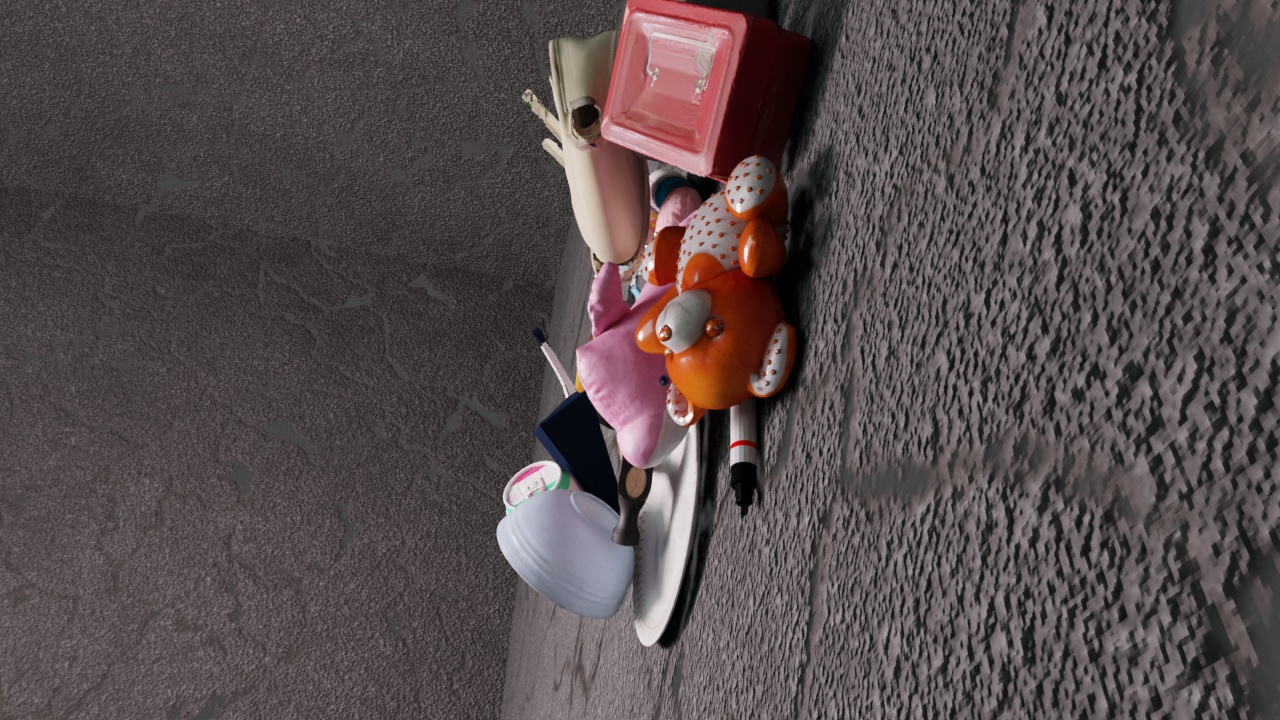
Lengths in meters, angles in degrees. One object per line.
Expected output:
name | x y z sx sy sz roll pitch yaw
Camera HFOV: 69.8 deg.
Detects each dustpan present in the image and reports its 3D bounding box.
dustpan | -0.079 0.089 1.152 0.080 0.273 0.236 -37 0 -10

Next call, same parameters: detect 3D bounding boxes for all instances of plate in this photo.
plate | 0.028 0.146 0.867 0.242 0.016 0.242 -171 91 -81

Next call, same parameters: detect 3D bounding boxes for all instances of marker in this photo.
marker | 0.075 0.047 0.669 0.019 0.019 0.145 113 164 -55

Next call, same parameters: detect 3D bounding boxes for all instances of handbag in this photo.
handbag | -0.062 -0.217 0.985 0.229 0.132 0.183 74 -167 -47

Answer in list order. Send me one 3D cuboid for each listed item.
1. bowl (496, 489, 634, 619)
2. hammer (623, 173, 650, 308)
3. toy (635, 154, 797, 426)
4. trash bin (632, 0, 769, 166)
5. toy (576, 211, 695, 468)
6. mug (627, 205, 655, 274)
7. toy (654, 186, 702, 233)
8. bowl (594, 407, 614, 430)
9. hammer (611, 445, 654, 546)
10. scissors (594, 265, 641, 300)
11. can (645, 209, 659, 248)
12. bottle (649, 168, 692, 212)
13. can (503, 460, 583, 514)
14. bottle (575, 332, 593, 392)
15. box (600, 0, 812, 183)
bowl | -0.063 0.182 0.932 0.075 0.150 0.150 -55 15 11
hammer | -0.005 -0.149 1.339 0.099 0.044 0.321 115 165 -59
toy | 0.054 -0.045 0.663 0.164 0.092 0.172 -30 50 49
trash bin | 0.063 -0.341 0.933 0.192 0.097 0.219 114 165 -57
toy | 0.012 -0.039 0.804 0.187 0.128 0.265 -40 28 61
mug | -0.019 -0.183 1.227 0.121 0.091 0.090 47 -136 -56
toy | 0.041 -0.128 0.989 0.105 0.053 0.108 89 -171 -79
bowl | -0.033 0.031 1.158 0.105 0.054 0.105 -63 0 -1
hammer | -0.009 0.095 1.009 0.305 0.040 0.132 -106 25 -84
scissors | 0.004 -0.103 1.095 0.126 0.136 0.015 -47 -13 33
can | 0.005 -0.156 1.146 0.067 0.076 0.067 -171 91 -81
bottle | 0.036 -0.197 1.084 0.146 0.051 0.051 -111 33 -72
can | -0.088 0.201 1.074 0.088 0.088 0.166 -93 -22 -56
bottle | -0.064 0.010 1.427 0.068 0.068 0.156 110 167 -47
box | 0.044 -0.220 0.736 0.158 0.086 0.129 33 119 42
